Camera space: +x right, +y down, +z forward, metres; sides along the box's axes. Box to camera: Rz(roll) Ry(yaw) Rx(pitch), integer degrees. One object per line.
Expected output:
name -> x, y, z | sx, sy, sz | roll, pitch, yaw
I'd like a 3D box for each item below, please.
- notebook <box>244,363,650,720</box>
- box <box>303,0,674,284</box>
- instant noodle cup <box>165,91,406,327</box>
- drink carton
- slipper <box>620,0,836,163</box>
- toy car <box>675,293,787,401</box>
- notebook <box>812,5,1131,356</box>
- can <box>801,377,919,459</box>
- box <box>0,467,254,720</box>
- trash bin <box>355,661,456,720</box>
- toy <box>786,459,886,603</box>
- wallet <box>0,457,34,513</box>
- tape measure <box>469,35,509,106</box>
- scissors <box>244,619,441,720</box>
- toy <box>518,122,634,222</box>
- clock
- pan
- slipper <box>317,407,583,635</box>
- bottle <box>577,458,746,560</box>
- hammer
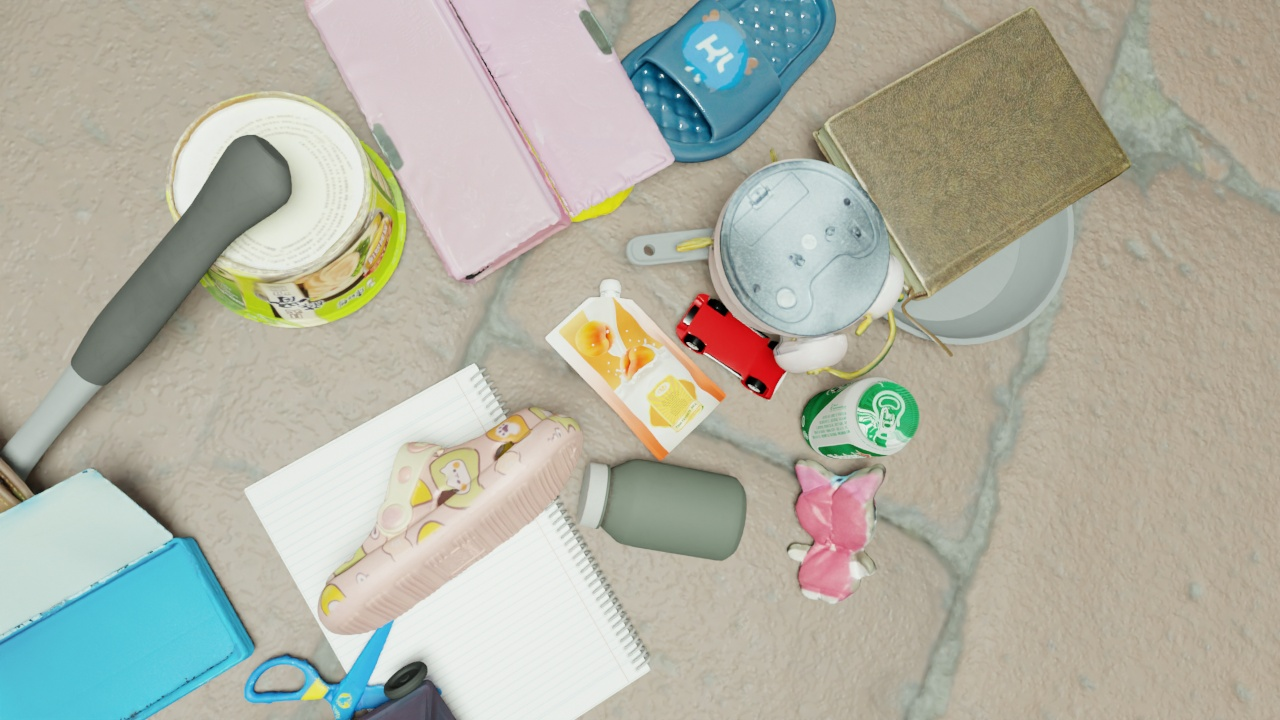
notebook -> -0.126, 0.149, 0.622 | 0.177, 0.013, 0.245 | -30, 89, -11
box -> -0.106, -0.192, 0.628 | 0.179, 0.039, 0.232 | -31, 84, 5
instant noodle cup -> -0.229, -0.099, 0.592 | 0.146, 0.098, 0.146 | 1, 82, -10
drink carton -> -0.004, 0.004, 0.656 | 0.069, 0.039, 0.122 | -43, 85, -12
slipper -> 0.071, -0.223, 0.678 | 0.213, 0.059, 0.104 | -41, 94, -19
toy car -> 0.069, -0.009, 0.672 | 0.089, 0.025, 0.038 | 34, 78, -4
notebook -> 0.255, -0.136, 0.676 | 0.215, 0.034, 0.190 | -30, 89, -15
can -> 0.151, 0.042, 0.640 | 0.053, 0.101, 0.053 | 1, 82, -10
box -> -0.385, 0.177, 0.545 | 0.243, 0.071, 0.170 | -30, 115, -13
trash bin -> -0.178, 0.273, 0.547 | 0.161, 0.092, 0.094 | -30, 102, -3
toy -> 0.141, 0.121, 0.661 | 0.065, 0.050, 0.102 | 7, 91, 22
wallet -> -0.424, 0.084, 0.545 | 0.121, 0.026, 0.098 | -42, 92, 19
tape measure -> -0.098, -0.217, 0.673 | 0.065, 0.017, 0.064 | 27, 78, -6
scissors -> -0.192, 0.226, 0.594 | 0.125, 0.015, 0.127 | -3, 91, -4
toy -> -0.048, -0.146, 0.661 | 0.095, 0.041, 0.094 | 2, 85, -10
clock -> 0.114, -0.058, 0.621 | 0.116, 0.059, 0.158 | -45, 95, -12
pan -> 0.159, -0.098, 0.686 | 0.356, 0.051, 0.200 | -9, 84, -11
slipper -> -0.127, 0.090, 0.586 | 0.197, 0.093, 0.081 | -39, 70, -8
bottle -> 0.014, 0.100, 0.629 | 0.108, 0.060, 0.060 | 11, 81, -9
hammer -> -0.313, -0.012, 0.538 | 0.125, 0.029, 0.311 | 46, 103, 1
